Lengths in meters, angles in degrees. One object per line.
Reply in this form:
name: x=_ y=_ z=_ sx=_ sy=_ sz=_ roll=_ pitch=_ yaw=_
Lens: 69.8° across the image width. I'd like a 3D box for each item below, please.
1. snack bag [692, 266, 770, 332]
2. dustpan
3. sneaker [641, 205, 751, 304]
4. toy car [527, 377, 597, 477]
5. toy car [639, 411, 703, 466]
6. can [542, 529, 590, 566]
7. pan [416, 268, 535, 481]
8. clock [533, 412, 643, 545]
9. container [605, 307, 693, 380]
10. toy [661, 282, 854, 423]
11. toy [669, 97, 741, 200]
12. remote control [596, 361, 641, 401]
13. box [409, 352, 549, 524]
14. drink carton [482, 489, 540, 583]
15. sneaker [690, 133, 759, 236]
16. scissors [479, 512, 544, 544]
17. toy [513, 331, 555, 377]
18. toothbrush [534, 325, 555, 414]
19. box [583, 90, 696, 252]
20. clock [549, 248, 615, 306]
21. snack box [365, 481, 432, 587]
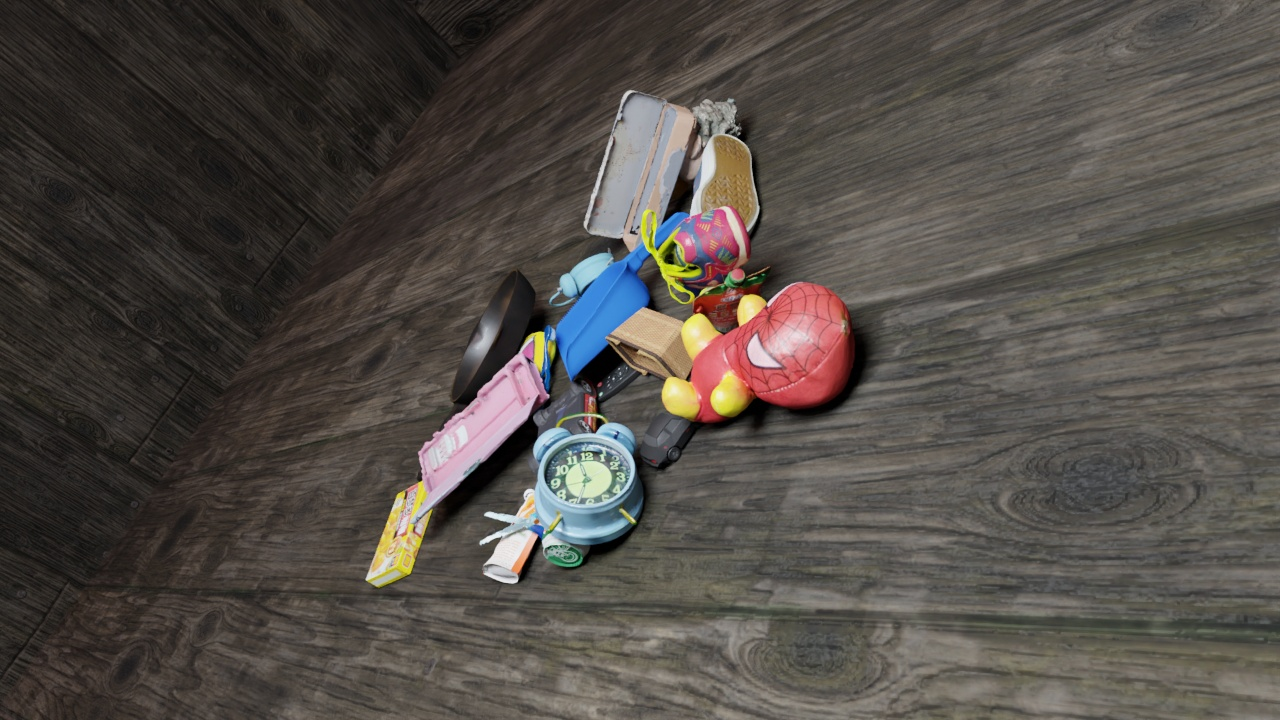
snack bag: x=0.098 y=-0.069 z=0.996 sx=0.087 sy=0.044 sz=0.155 roll=-20 pitch=-11 yaw=-3
dustpan: x=-0.021 y=-0.095 z=1.225 sx=0.257 sy=0.059 sz=0.245 roll=-41 pitch=12 yaw=0
sneaker: x=0.050 y=-0.121 z=1.074 sx=0.091 sy=0.116 sz=0.242 roll=-23 pitch=-4 yaw=-11
toy car: x=-0.089 y=0.086 z=1.122 sx=0.082 sy=0.056 sz=0.189 roll=-42 pitch=18 yaw=15
toy car: x=0.034 y=0.073 z=0.999 sx=0.091 sy=0.036 sz=0.042 roll=-53 pitch=29 yaw=-9
can: x=-0.075 y=0.172 z=1.009 sx=0.053 sy=0.053 sz=0.100 roll=-27 pitch=34 yaw=34
pan: x=-0.251 y=0.027 z=1.415 sx=0.355 sy=0.043 sz=0.249 roll=-66 pitch=18 yaw=-5
clock: x=-0.057 y=0.121 z=0.980 sx=0.118 sy=0.060 sz=0.161 roll=-7 pitch=44 yaw=-7
container: x=0.020 y=-0.018 z=1.096 sx=0.061 sy=0.063 sz=0.114 roll=-50 pitch=35 yaw=-11
toy: x=0.122 y=-0.004 z=0.910 sx=0.217 sy=0.098 sz=0.147 roll=-16 pitch=52 yaw=46
toy: x=0.090 y=-0.306 z=1.349 sx=0.176 sy=0.076 sz=0.132 roll=-56 pitch=-12 yaw=17
remote control: x=-0.007 y=0.007 z=1.165 sx=0.125 sy=0.010 sz=0.039 roll=-39 pitch=30 yaw=17
box: x=-0.220 y=0.114 z=1.262 sx=0.233 sy=0.059 sz=0.179 roll=-42 pitch=28 yaw=17
drink carton: x=-0.138 y=0.201 z=1.089 sx=0.069 sy=0.039 sz=0.122 roll=-14 pitch=37 yaw=44
sneaker: x=0.106 y=-0.211 z=1.232 sx=0.234 sy=0.087 sz=0.079 roll=-80 pitch=14 yaw=-46
scissors: x=-0.127 y=0.193 z=1.054 sx=0.132 sy=0.015 sz=0.110 roll=-21 pitch=42 yaw=-3
toy: x=-0.158 y=0.001 z=1.349 sx=0.095 sy=0.041 sz=0.094 roll=-51 pitch=31 yaw=13
toothbrush: x=-0.135 y=0.015 z=1.294 sx=0.021 sy=0.016 sz=0.132 roll=-7 pitch=70 yaw=40
box: x=0.008 y=-0.264 z=1.321 sx=0.107 sy=0.094 sz=0.217 roll=38 pitch=119 yaw=38
clock: x=-0.083 y=-0.116 z=1.353 sx=0.123 sy=0.087 sz=0.042 roll=-33 pitch=74 yaw=15
snack box: x=-0.339 y=0.245 z=1.312 sx=0.075 sy=0.025 sz=0.152 roll=-28 pitch=34 yaw=32
